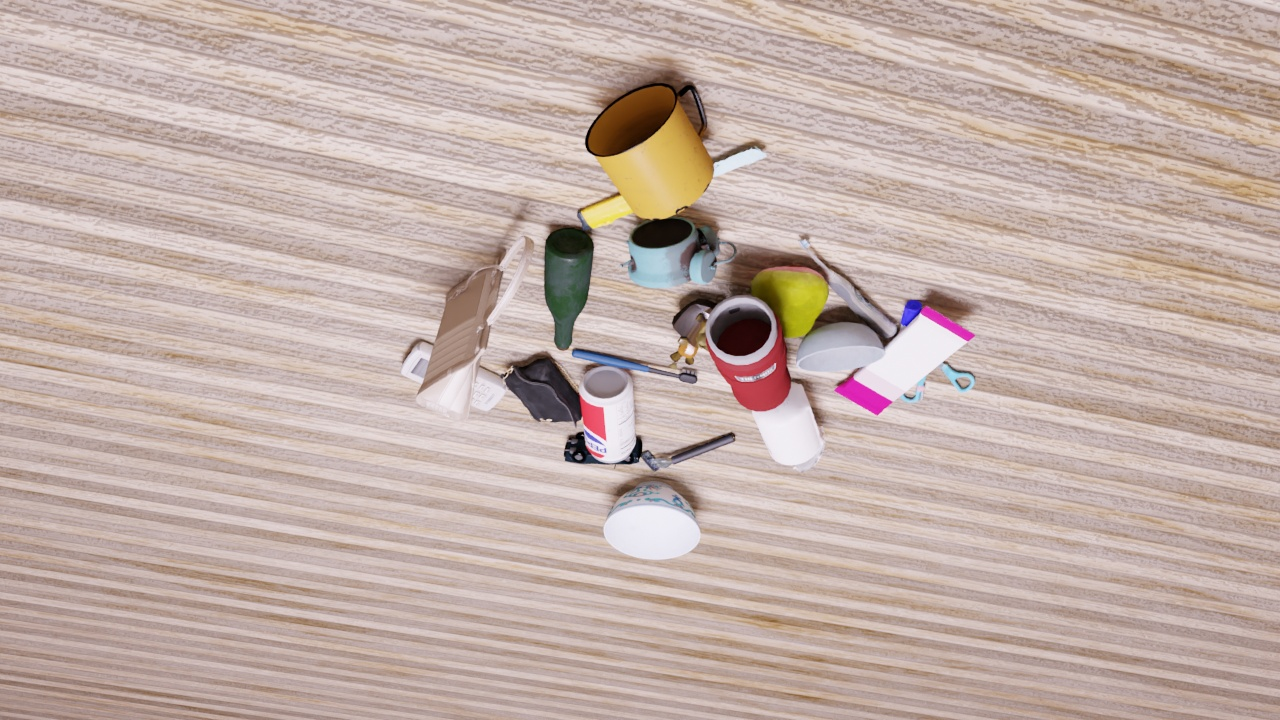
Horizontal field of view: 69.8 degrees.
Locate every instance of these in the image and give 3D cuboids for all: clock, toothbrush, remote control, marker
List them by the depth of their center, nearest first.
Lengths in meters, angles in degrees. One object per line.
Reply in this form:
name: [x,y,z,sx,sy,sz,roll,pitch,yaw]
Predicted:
clock: [0.042,-0.119,1.005,0.124,0.089,0.053,-4,127,11]
toothbrush: [0.239,-0.084,1.072,0.024,0.022,0.185,-31,125,32]
marker: [0.325,-0.016,1.135,0.020,0.020,0.142,1,137,4]
toothbrush: [-0.007,0.007,1.194,0.167,0.014,0.014,12,125,-3]
remote control: [-0.248,0.022,1.226,0.138,0.025,0.060,27,133,-21]

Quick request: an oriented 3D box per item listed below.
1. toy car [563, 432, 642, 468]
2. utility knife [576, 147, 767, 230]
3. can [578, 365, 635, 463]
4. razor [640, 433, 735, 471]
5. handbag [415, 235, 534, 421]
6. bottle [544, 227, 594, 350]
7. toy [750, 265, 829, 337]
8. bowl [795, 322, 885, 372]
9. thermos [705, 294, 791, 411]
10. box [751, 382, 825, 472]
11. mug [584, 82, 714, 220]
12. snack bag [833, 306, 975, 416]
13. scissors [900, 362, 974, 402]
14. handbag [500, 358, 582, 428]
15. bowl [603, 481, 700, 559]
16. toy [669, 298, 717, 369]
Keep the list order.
toy car: [-0.053,0.129,1.308,0.112,0.046,0.034,1,136,7]
utility knife: [0.030,-0.184,0.986,0.224,0.019,0.030,-14,140,26]
can: [-0.043,0.073,1.229,0.070,0.070,0.132,1,137,4]
razor: [0.070,0.133,1.317,0.144,0.022,0.043,-20,133,24]
handbag: [-0.169,-0.059,1.027,0.062,0.175,0.198,26,131,-21]
bottle: [-0.088,-0.075,1.088,0.055,0.055,0.174,7,138,-2]
toy: [0.172,-0.066,1.073,0.090,0.051,0.110,1,140,2]
bowl: [0.240,-0.019,1.110,0.106,0.039,0.106,-4,163,-1]
thermos: [0.127,-0.014,1.078,0.084,0.108,0.198,-20,157,7]
box: [0.205,0.093,1.224,0.089,0.080,0.143,-21,134,4]
mug: [0.021,-0.212,0.909,0.123,0.100,0.094,-46,130,-8]
snack bag: [0.320,0.004,1.131,0.070,0.016,0.197,28,141,-6]
scissors: [0.384,0.010,1.163,0.111,0.015,0.141,4,142,1]
handbag: [-0.132,0.046,1.223,0.079,0.054,0.128,-12,137,23]
bowl: [0.019,0.231,1.388,0.144,0.074,0.144,3,137,2]
toy: [0.064,-0.027,1.113,0.076,0.062,0.100,11,121,-32]
